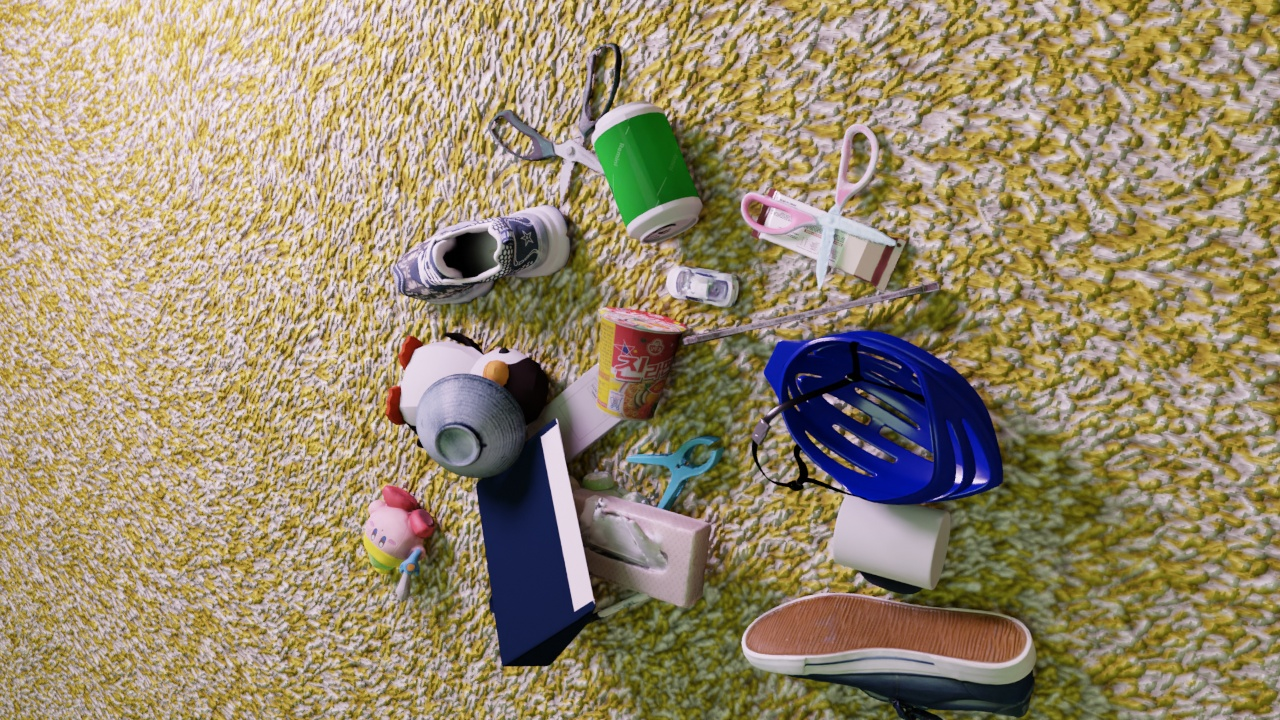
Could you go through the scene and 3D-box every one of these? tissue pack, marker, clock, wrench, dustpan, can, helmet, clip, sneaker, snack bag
[{"bbox_3d":[-0.016,0.206,1.042,0.182,0.071,0.104,13,103,32],"label":"tissue pack"},{"bbox_3d":[-0.016,0.298,1.132,0.152,0.011,0.011,-31,80,29],"label":"marker"},{"bbox_3d":[-0.039,0.187,1.113,0.094,0.042,0.119,31,111,23],"label":"clock"},{"bbox_3d":[0.169,-0.047,0.952,0.274,0.070,0.010,-12,91,29],"label":"wrench"},{"bbox_3d":[-0.133,0.243,1.108,0.274,0.080,0.236,-39,51,33],"label":"dustpan"},{"bbox_3d":[0.007,-0.207,1.014,0.088,0.087,0.140,-25,83,30],"label":"can"},{"bbox_3d":[0.207,0.066,0.850,0.241,0.227,0.148,35,121,23],"label":"helmet"},{"bbox_3d":[0.044,0.116,1.069,0.116,0.026,0.097,-34,81,29],"label":"clip"},{"bbox_3d":[0.250,0.325,0.942,0.295,0.120,0.127,-3,117,28],"label":"sneaker"},{"bbox_3d":[0.193,-0.128,0.958,0.158,0.013,0.057,26,102,25],"label":"snack bag"},{"bbox_3d":[-0.225,-0.127,1.132,0.270,0.132,0.103,-10,93,32],"label":"sneaker"}]

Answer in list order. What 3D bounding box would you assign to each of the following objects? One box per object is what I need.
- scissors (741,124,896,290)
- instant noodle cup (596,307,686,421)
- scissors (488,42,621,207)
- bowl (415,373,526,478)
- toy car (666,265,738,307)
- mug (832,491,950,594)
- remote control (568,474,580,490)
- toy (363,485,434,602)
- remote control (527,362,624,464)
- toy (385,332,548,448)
[{"bbox_3d":[0.190,-0.163,0.944,0.170,0.013,0.177,25,99,26],"label":"scissors"},{"bbox_3d":[-0.006,0.006,1.039,0.100,0.100,0.112,17,104,27],"label":"instant noodle cup"},{"bbox_3d":[-0.091,-0.296,1.103,0.202,0.015,0.206,34,110,23],"label":"scissors"},{"bbox_3d":[-0.206,0.089,1.072,0.137,0.057,0.137,3,111,7],"label":"bowl"},{"bbox_3d":[0.067,-0.083,1.028,0.090,0.027,0.039,12,104,29],"label":"toy car"},{"bbox_3d":[0.255,0.192,0.931,0.097,0.078,0.112,10,129,29],"label":"mug"},{"bbox_3d":[-0.114,0.201,1.173,0.038,0.018,0.126,33,112,23],"label":"remote control"},{"bbox_3d":[-0.341,0.258,1.288,0.124,0.096,0.131,38,94,14],"label":"toy"},{"bbox_3d":[-0.076,0.071,1.134,0.151,0.019,0.074,-39,77,27],"label":"remote control"},{"bbox_3d":[-0.199,0.043,1.159,0.184,0.140,0.158,-2,62,21],"label":"toy"}]
